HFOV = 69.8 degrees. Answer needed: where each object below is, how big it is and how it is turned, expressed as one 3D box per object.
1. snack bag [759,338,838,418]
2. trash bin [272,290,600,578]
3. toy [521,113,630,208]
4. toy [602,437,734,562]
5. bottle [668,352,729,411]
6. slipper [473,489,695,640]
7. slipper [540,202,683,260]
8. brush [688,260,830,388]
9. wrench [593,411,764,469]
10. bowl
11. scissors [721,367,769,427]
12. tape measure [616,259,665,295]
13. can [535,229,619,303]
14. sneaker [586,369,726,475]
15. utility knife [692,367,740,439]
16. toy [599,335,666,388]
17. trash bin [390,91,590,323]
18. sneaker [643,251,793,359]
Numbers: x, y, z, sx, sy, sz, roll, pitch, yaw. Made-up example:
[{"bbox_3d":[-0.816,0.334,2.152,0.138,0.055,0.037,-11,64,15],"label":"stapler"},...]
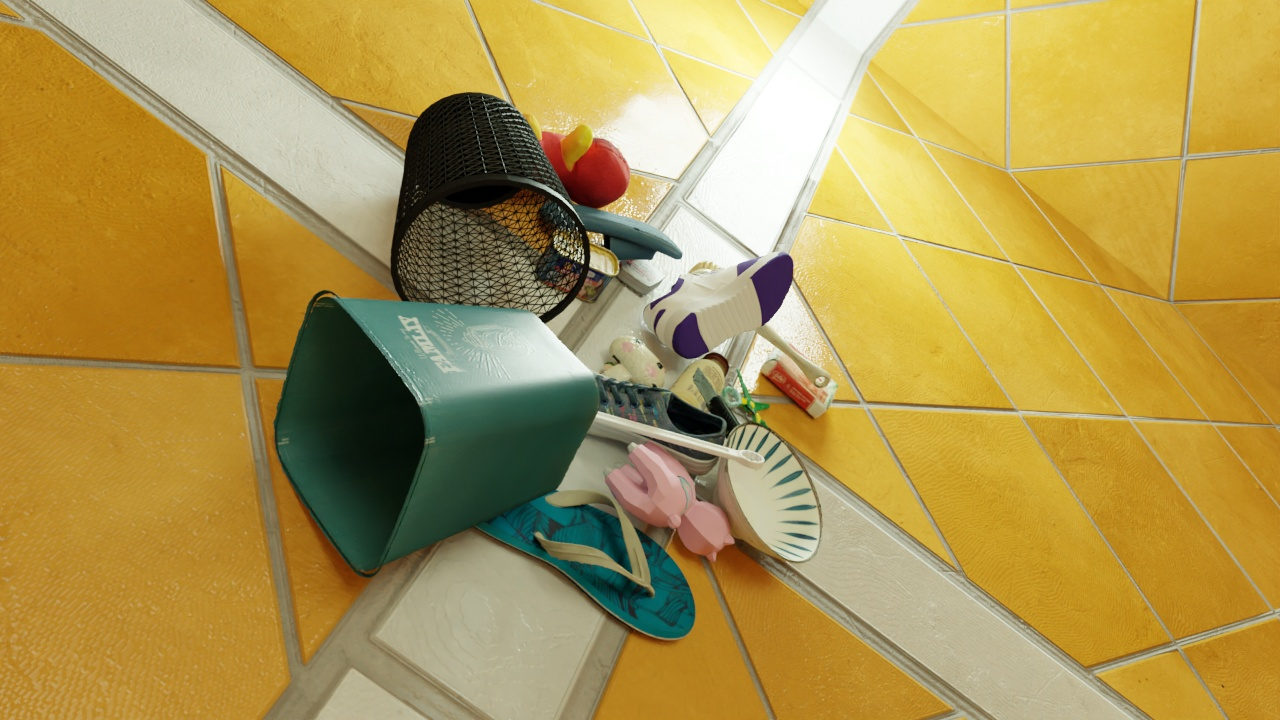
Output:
[{"bbox_3d":[0.238,0.026,1.375,0.116,0.036,0.076,41,37,0],"label":"snack bag"},{"bbox_3d":[-0.177,0.051,0.837,0.218,0.200,0.196,-9,45,-48],"label":"trash bin"},{"bbox_3d":[-0.109,-0.280,1.317,0.216,0.148,0.098,10,84,-36],"label":"toy"},{"bbox_3d":[0.036,0.159,1.017,0.157,0.067,0.123,45,8,5],"label":"toy"},{"bbox_3d":[0.071,0.040,1.196,0.056,0.057,0.161,42,36,1],"label":"bottle"},{"bbox_3d":[-0.055,0.180,0.941,0.295,0.060,0.118,32,34,-11],"label":"slipper"},{"bbox_3d":[-0.042,-0.180,1.319,0.213,0.059,0.103,15,19,-10],"label":"slipper"},{"bbox_3d":[0.171,-0.052,1.348,0.272,0.062,0.077,41,48,17],"label":"brush"},{"bbox_3d":[0.006,0.078,1.022,0.273,0.009,0.047,16,19,0],"label":"wrench"},{"bbox_3d":[0.137,0.168,1.097,0.177,0.071,0.177,31,42,-33],"label":"bowl"},{"bbox_3d":[0.148,0.063,1.260,0.131,0.011,0.125,19,46,-50],"label":"scissors"},{"bbox_3d":[-0.003,-0.124,1.331,0.060,0.020,0.062,39,35,7],"label":"tape measure"},{"bbox_3d":[-0.086,-0.125,1.226,0.099,0.059,0.053,22,40,-24],"label":"can"},{"bbox_3d":[-0.005,0.052,1.077,0.235,0.079,0.087,24,42,-4],"label":"sneaker"},{"bbox_3d":[0.120,0.093,1.154,0.203,0.029,0.020,57,30,-15],"label":"utility knife"},{"bbox_3d":[-0.007,0.007,1.173,0.087,0.050,0.112,50,32,13],"label":"toy"},{"bbox_3d":[-0.188,-0.187,1.088,0.216,0.217,0.243,16,36,-30],"label":"trash bin"},{"bbox_3d":[0.106,-0.089,1.294,0.243,0.092,0.111,-31,39,-30],"label":"sneaker"}]
